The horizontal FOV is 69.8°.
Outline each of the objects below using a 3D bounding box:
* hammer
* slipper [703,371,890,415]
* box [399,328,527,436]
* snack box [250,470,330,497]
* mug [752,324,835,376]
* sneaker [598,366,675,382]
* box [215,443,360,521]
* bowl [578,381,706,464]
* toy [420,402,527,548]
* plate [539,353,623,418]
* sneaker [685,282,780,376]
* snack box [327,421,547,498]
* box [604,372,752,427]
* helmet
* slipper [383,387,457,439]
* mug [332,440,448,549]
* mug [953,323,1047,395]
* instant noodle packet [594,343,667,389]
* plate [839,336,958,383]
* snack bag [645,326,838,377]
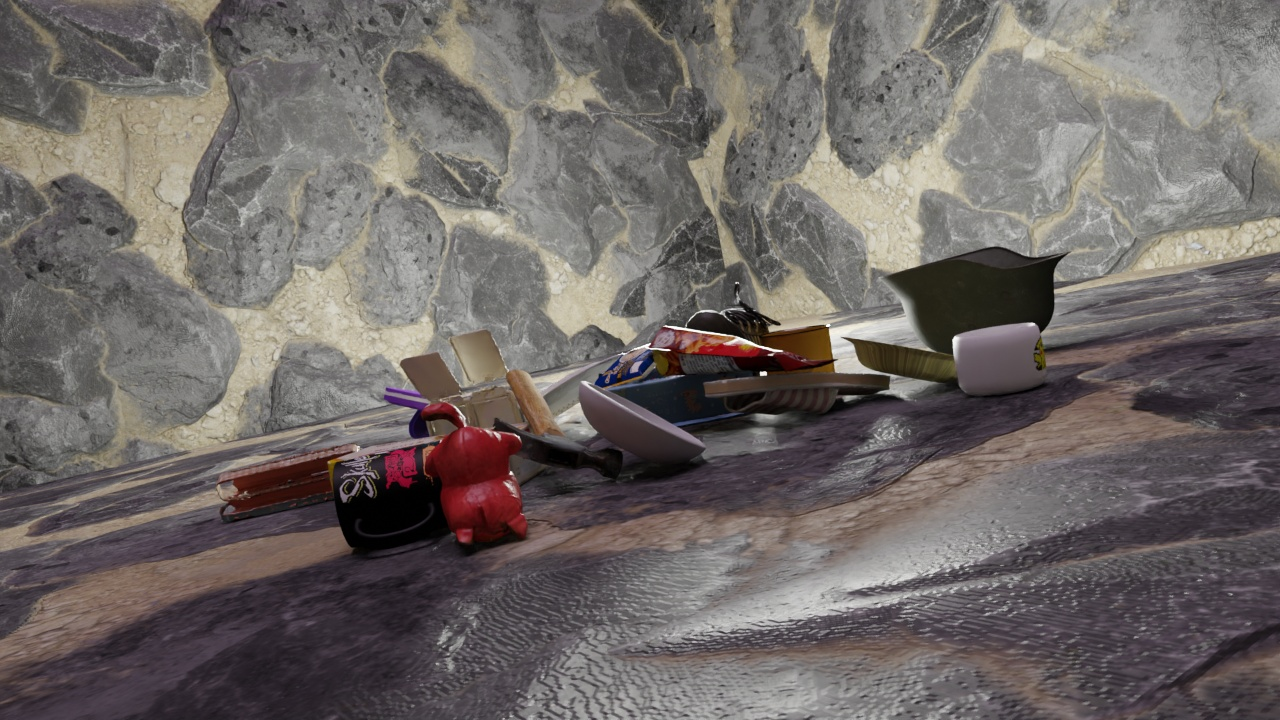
[{"bbox_3d":[-0.122,0.060,1.070,0.132,0.033,0.330,12,10,-18],"label":"hammer"},{"bbox_3d":[0.198,0.043,1.142,0.262,0.052,0.115,-1,-6,-29],"label":"slipper"},{"bbox_3d":[-0.237,0.056,1.254,0.144,0.188,0.057,-13,19,16],"label":"box"},{"bbox_3d":[-0.430,0.165,1.267,0.186,0.031,0.101,-12,4,-10],"label":"snack box"},{"bbox_3d":[0.214,0.006,1.303,0.123,0.094,0.100,-10,4,-9],"label":"mug"},{"bbox_3d":[0.031,0.035,1.331,0.236,0.079,0.087,-14,-30,29],"label":"sneaker"},{"bbox_3d":[-0.451,0.158,1.186,0.187,0.070,0.057,-13,-35,-10],"label":"box"},{"bbox_3d":[-0.006,0.074,0.968,0.149,0.043,0.149,28,1,-1],"label":"bowl"},{"bbox_3d":[-0.140,0.095,0.778,0.088,0.133,0.094,-22,14,-6],"label":"toy"},{"bbox_3d":[-0.121,0.052,1.416,0.242,0.016,0.243,-32,-8,-6],"label":"plate"},{"bbox_3d":[0.152,-0.048,1.380,0.101,0.142,0.238,20,-11,24],"label":"sneaker"},{"bbox_3d":[-0.238,0.124,1.079,0.230,0.061,0.110,-9,4,16],"label":"snack box"},{"bbox_3d":[0.050,0.054,1.247,0.209,0.086,0.073,-10,15,2],"label":"box"},{"bbox_3d":[0.508,-0.086,1.364,0.269,0.154,0.226,-14,2,36],"label":"helmet"},{"bbox_3d":[-0.287,0.106,1.475,0.107,0.084,0.266,9,-3,43],"label":"slipper"},{"bbox_3d":[-0.225,0.133,0.847,0.098,0.082,0.118,-11,27,-7],"label":"mug"},{"bbox_3d":[0.410,-0.003,1.042,0.094,0.068,0.115,-8,4,35],"label":"mug"},{"bbox_3d":[-0.007,0.007,1.284,0.087,0.026,0.134,-18,15,32],"label":"instant noodle packet"},{"bbox_3d":[0.342,0.004,1.165,0.184,0.036,0.184,10,3,-1],"label":"plate"},{"bbox_3d":[0.122,0.001,1.134,0.208,0.066,0.138,8,1,36],"label":"snack bag"}]
